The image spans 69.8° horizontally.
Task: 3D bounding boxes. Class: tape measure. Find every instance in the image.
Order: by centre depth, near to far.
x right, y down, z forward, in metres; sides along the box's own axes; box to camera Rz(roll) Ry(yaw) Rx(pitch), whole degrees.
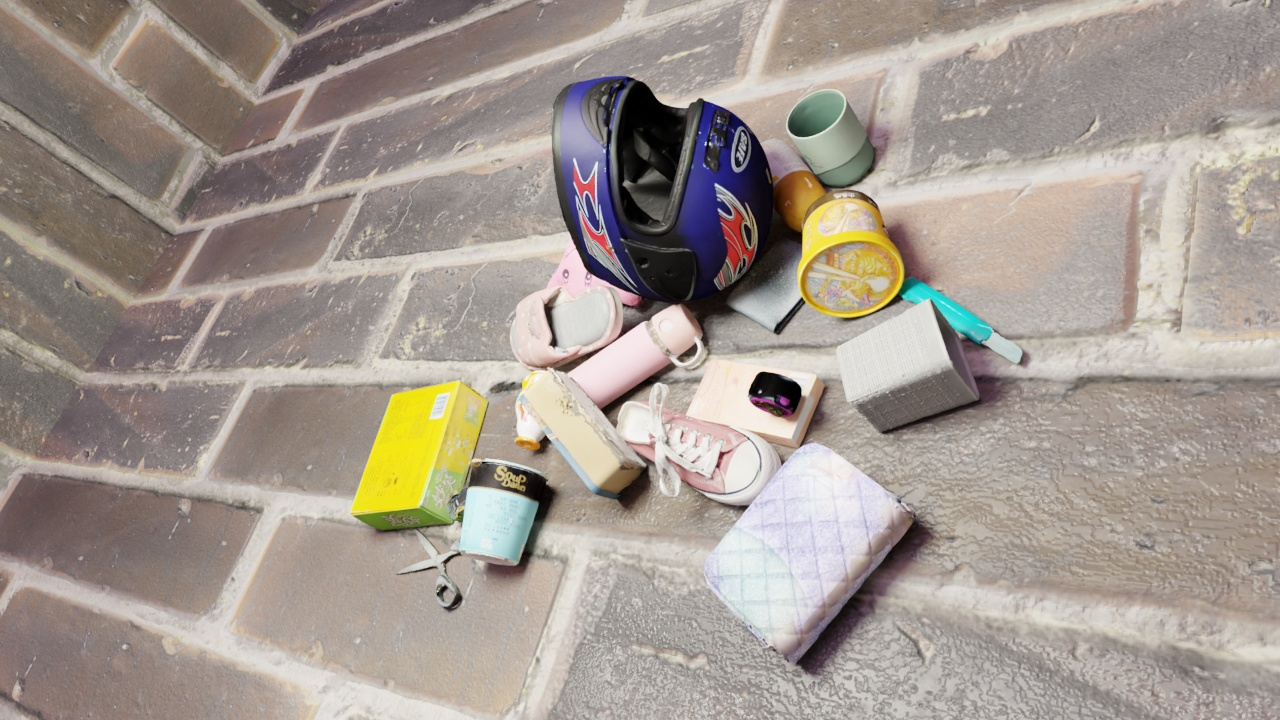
[{"bbox_3d":[0.149,0.039,1.024,0.058,0.057,0.039,21,74,2],"label":"tape measure"}]

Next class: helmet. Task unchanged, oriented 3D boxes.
[{"bbox_3d":[0.044,-0.217,1.158,0.241,0.316,0.246,0,57,17],"label":"helmet"}]

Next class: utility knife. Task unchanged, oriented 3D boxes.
[{"bbox_3d":[0.343,-0.047,1.001,0.029,0.013,0.196,-45,39,3],"label":"utility knife"}]

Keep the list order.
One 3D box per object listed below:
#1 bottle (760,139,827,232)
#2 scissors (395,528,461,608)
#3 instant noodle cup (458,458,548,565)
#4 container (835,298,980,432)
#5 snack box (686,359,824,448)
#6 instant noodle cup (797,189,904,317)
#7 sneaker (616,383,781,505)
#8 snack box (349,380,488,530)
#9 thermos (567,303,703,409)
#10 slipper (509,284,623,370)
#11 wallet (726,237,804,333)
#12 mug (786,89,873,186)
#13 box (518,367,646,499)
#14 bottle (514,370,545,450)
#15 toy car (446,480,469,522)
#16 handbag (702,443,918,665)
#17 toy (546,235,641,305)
[{"bbox_3d":[0.202,-0.223,1.211,0.068,0.068,0.189,-36,43,12],"label":"bottle"},{"bbox_3d":[-0.279,0.276,1.277,0.159,0.014,0.181,-43,41,6],"label":"scissors"},{"bbox_3d":[-0.186,0.200,1.195,0.111,0.111,0.120,-4,65,38],"label":"instant noodle cup"},{"bbox_3d":[0.276,0.010,0.961,0.114,0.090,0.090,-26,45,26],"label":"container"},{"bbox_3d":[0.134,0.049,1.094,0.157,0.026,0.084,9,66,44],"label":"snack box"},{"bbox_3d":[0.242,-0.131,1.080,0.119,0.118,0.114,-23,39,25],"label":"instant noodle cup"},{"bbox_3d":[0.049,0.099,1.062,0.241,0.087,0.118,22,92,43],"label":"sneaker"},{"bbox_3d":[-0.330,0.143,1.377,0.158,0.070,0.209,-11,53,34],"label":"snack box"},{"bbox_3d":[-0.007,0.007,1.221,0.199,0.067,0.087,-32,69,15],"label":"thermos"},{"bbox_3d":[-0.121,-0.048,1.305,0.275,0.054,0.114,-10,80,52],"label":"slipper"},{"bbox_3d":[0.179,-0.098,1.176,0.121,0.019,0.097,-50,44,-4],"label":"wallet"},{"bbox_3d":[0.244,-0.292,1.199,0.082,0.106,0.111,-41,43,9],"label":"mug"},{"bbox_3d":[-0.069,0.095,1.148,0.064,0.089,0.184,-42,65,6],"label":"box"},{"bbox_3d":[-0.144,0.070,1.283,0.063,0.063,0.108,-8,55,35],"label":"bottle"},{"bbox_3d":[-0.230,0.189,1.284,0.091,0.036,0.043,-42,41,7],"label":"toy car"},{"bbox_3d":[0.167,0.190,0.926,0.194,0.075,0.134,-50,46,0],"label":"handbag"},{"bbox_3d":[-0.067,-0.117,1.351,0.195,0.074,0.178,14,82,43],"label":"toy"}]
